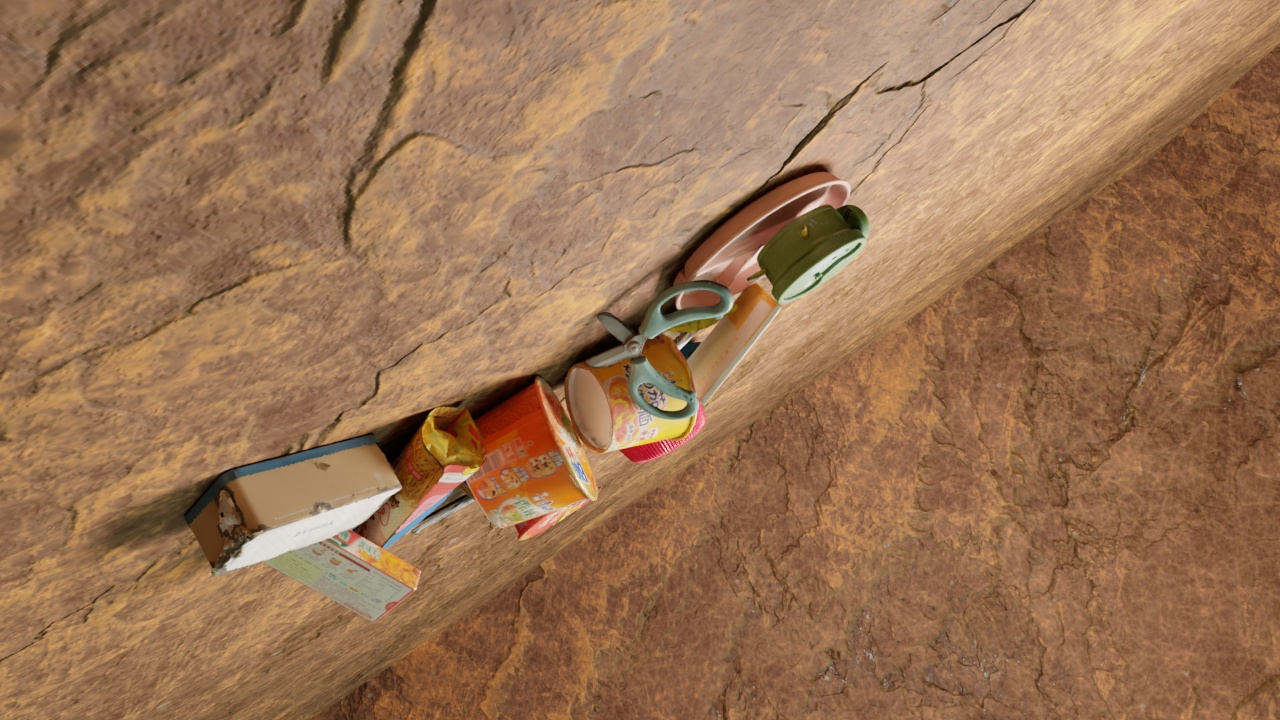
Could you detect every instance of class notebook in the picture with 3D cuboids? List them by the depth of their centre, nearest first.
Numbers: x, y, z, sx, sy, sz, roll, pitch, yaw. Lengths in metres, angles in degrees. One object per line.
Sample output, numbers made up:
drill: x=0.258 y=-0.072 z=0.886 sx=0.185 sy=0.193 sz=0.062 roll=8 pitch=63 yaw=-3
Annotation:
notebook: x=0.110 y=-0.028 z=1.134 sx=0.146 sy=0.010 sz=0.206 roll=-52 pitch=-171 yaw=10

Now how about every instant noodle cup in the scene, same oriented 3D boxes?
instant noodle cup: x=-0.129 y=0.108 z=1.015 sx=0.111 sy=0.151 sz=0.151 roll=-26 pitch=168 yaw=2
instant noodle cup: x=-0.018 y=0.042 z=1.082 sx=0.109 sy=0.138 sz=0.138 roll=-16 pitch=160 yaw=-31
instant noodle cup: x=-0.143 y=0.174 z=1.301 sx=0.138 sy=0.108 sz=0.138 roll=-33 pitch=168 yaw=-8
instant noodle cup: x=0.030 y=0.099 z=1.425 sx=0.194 sy=0.066 sz=0.193 roll=-30 pitch=-172 yaw=4

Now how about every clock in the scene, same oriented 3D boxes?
clock: x=0.194 y=-0.121 z=1.017 sx=0.160 sy=0.056 sz=0.116 roll=-19 pitch=161 yaw=-49

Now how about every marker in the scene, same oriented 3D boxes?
marker: x=0.054 y=-0.025 z=1.258 sx=0.016 sy=0.017 sz=0.146 roll=-22 pitch=163 yaw=-44

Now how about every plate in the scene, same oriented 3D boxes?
plate: x=0.129 y=-0.131 z=1.014 sx=0.229 sy=0.028 sz=0.230 roll=-31 pitch=168 yaw=-8

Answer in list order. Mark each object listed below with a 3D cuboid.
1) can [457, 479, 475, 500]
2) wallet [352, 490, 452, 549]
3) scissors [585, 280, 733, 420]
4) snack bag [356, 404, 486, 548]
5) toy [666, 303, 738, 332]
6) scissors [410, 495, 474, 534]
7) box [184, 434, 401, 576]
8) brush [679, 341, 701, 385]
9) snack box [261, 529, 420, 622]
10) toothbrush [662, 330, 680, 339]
can: x=-0.171 y=0.131 z=1.135 sx=0.083 sy=0.057 sz=0.102 roll=-53 pitch=168 yaw=3
wallet: x=-0.285 y=0.178 z=1.104 sx=0.132 sy=0.040 sz=0.107 roll=-37 pitch=169 yaw=-25
scissors: x=0.037 y=-0.011 z=0.983 sx=0.170 sy=0.174 sz=0.019 roll=-32 pitch=-150 yaw=14
snack bag: x=-0.244 y=0.136 z=0.948 sx=0.208 sy=0.073 sz=0.128 roll=-43 pitch=-155 yaw=31
toy: x=0.073 y=-0.055 z=1.128 sx=0.097 sy=0.031 sz=0.100 roll=-13 pitch=-174 yaw=7
scissors: x=-0.248 y=0.208 z=1.383 sx=0.209 sy=0.015 sz=0.182 roll=-35 pitch=169 yaw=8
box: x=-0.297 y=0.123 z=0.813 sx=0.090 sy=0.063 sz=0.183 roll=-39 pitch=169 yaw=27
brush: x=0.046 y=0.024 z=1.335 sx=0.144 sy=0.055 sz=0.073 roll=-35 pitch=169 yaw=10
snack box: x=-0.303 y=0.197 z=0.902 sx=0.077 sy=0.155 sz=0.027 roll=-40 pitch=-155 yaw=27
toothbrush: x=-0.007 y=0.007 z=1.223 sx=0.181 sy=0.016 sz=0.016 roll=-41 pitch=169 yaw=34
